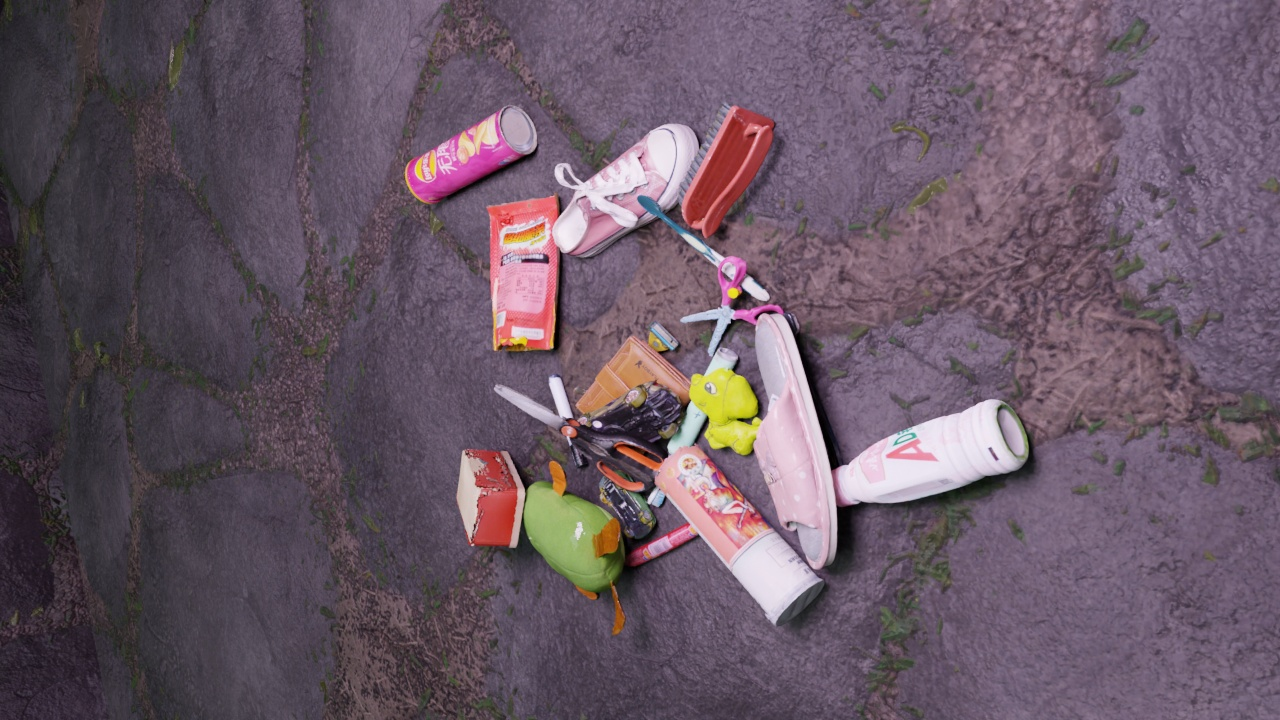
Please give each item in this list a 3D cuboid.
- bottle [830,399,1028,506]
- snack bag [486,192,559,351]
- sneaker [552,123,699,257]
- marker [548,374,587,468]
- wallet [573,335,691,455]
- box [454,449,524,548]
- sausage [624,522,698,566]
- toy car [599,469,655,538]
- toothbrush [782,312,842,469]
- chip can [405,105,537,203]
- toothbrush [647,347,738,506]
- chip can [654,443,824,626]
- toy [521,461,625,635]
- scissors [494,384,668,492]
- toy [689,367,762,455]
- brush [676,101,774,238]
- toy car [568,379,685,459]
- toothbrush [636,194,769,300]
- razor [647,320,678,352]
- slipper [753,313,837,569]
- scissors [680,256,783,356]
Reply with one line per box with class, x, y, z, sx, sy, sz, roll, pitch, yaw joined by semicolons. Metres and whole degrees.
bottle;0.269;0.099;0.889;0.197;0.068;0.068;-28;74;40
snack bag;-0.158;-0.117;1.242;0.129;0.073;0.207;-3;85;36
sneaker;-0.034;-0.202;1.112;0.242;0.087;0.118;-32;72;36
marker;-0.098;0.081;1.226;0.023;0.018;0.130;-33;72;46
wallet;-0.011;0.042;1.124;0.119;0.035;0.131;40;120;3
box;-0.212;0.181;1.238;0.168;0.079;0.091;-141;59;-68
sausage;0.032;0.223;1.122;0.156;0.020;0.020;-35;70;36
toy car;-0.015;0.179;1.148;0.043;0.036;0.091;-46;69;33
toothbrush;0.186;0.034;0.988;0.016;0.018;0.181;-22;80;33
chip can;-0.241;-0.287;1.293;0.211;0.071;0.071;-15;82;39
toothbrush;0.057;0.084;1.090;0.027;0.026;0.225;25;112;-3
chip can;0.106;0.191;1.026;0.214;0.071;0.071;47;119;29
toy;-0.082;0.223;1.155;0.247;0.089;0.227;28;133;50
scissors;-0.079;0.097;1.087;0.235;0.021;0.137;16;135;2
toy;0.100;0.055;1.038;0.097;0.031;0.100;12;109;14
brush;0.093;-0.209;1.023;0.146;0.063;0.069;-60;44;26
toy car;-0.019;0.074;1.090;0.158;0.042;0.070;-28;119;32
toothbrush;0.072;-0.129;1.041;0.191;0.018;0.016;39;120;8
razor;-0.007;0.007;1.138;0.043;0.028;0.133;43;121;0
slipper;0.151;0.084;0.966;0.114;0.054;0.274;119;141;-78
scissors;0.106;-0.053;1.038;0.125;0.017;0.134;28;128;14
